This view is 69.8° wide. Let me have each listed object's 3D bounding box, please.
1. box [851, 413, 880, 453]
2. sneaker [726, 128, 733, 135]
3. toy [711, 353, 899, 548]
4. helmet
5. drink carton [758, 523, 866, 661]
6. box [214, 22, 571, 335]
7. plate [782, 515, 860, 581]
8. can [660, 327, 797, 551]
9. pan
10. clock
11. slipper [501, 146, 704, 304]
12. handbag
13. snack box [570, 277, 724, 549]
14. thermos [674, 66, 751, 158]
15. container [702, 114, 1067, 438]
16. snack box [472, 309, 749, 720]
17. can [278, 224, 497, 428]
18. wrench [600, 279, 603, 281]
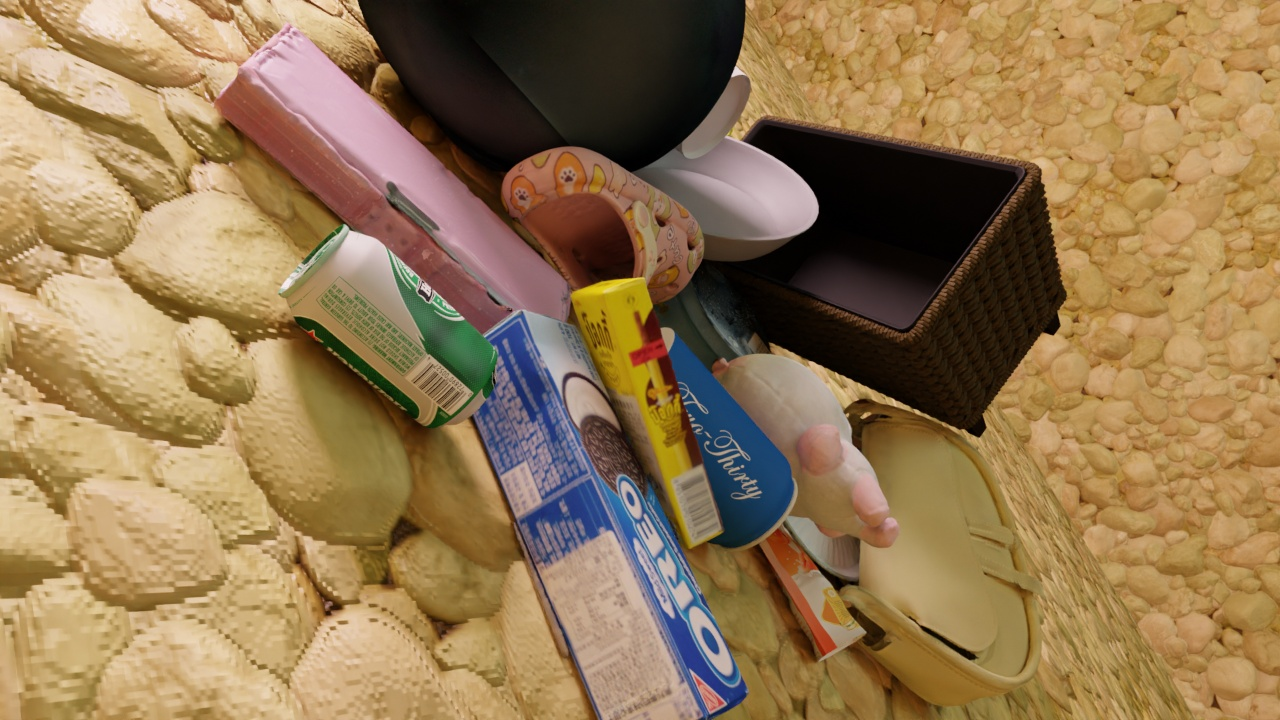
[{"bbox_3d":[0.281,0.150,0.905,0.216,0.063,0.081,52,35,-2],"label":"box"},{"bbox_3d":[0.016,-0.242,0.967,0.241,0.116,0.090,42,54,-38],"label":"sneaker"},{"bbox_3d":[0.120,0.070,0.678,0.179,0.101,0.139,46,-18,42],"label":"toy"},{"bbox_3d":[-0.078,-0.272,0.623,0.316,0.250,0.235,49,27,6],"label":"helmet"},{"bbox_3d":[0.118,0.160,0.688,0.069,0.039,0.122,12,41,-58],"label":"drink carton"},{"bbox_3d":[-0.129,-0.090,0.534,0.233,0.037,0.098,44,26,-25],"label":"box"},{"bbox_3d":[0.158,0.120,0.805,0.157,0.014,0.156,30,42,-31],"label":"plate"},{"bbox_3d":[0.032,0.051,0.600,0.146,0.079,0.078,48,24,-17],"label":"can"},{"bbox_3d":[-0.004,-0.191,0.814,0.357,0.051,0.200,38,41,26],"label":"pan"},{"bbox_3d":[0.069,-0.014,0.790,0.162,0.060,0.117,53,23,-5],"label":"clock"},{"bbox_3d":[-0.017,-0.075,0.633,0.197,0.093,0.081,31,45,-58],"label":"slipper"},{"bbox_3d":[0.246,0.158,0.775,0.190,0.089,0.232,27,53,-24],"label":"handbag"},{"bbox_3d":[0.003,0.028,0.512,0.061,0.025,0.149,9,-61,68],"label":"snack box"},{"bbox_3d":[-0.014,-0.273,0.789,0.222,0.132,0.131,44,19,17],"label":"thermos"},{"bbox_3d":[0.213,-0.077,0.860,0.321,0.176,0.205,30,-11,50],"label":"container"},{"bbox_3d":[-0.025,0.082,0.475,0.059,0.060,0.226,18,42,-61],"label":"snack box"},{"bbox_3d":[-0.115,-0.013,0.433,0.101,0.053,0.053,45,25,-24],"label":"can"},{"bbox_3d":[-0.086,-0.154,0.742,0.273,0.009,0.047,61,23,14],"label":"wrench"}]
